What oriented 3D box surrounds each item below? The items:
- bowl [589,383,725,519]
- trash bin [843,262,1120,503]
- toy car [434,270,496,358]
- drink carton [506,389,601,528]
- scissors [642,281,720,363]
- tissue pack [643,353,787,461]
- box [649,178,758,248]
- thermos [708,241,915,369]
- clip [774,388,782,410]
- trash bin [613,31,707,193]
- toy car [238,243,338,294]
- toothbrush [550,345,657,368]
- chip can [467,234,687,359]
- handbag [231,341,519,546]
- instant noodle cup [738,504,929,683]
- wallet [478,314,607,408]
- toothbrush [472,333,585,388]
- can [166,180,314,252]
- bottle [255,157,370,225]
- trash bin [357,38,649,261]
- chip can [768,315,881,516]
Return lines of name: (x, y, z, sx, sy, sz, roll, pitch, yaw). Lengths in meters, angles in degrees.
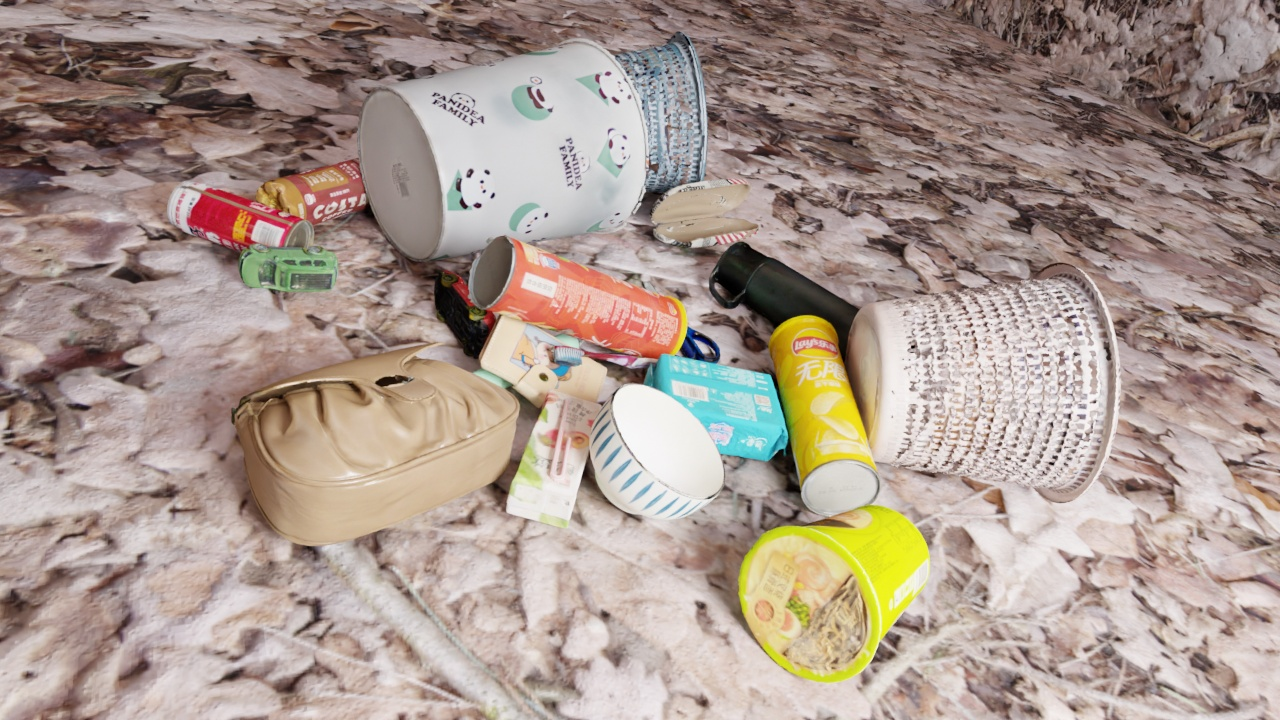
bowl: (0.004, 0.082, 0.744, 0.116, 0.066, 0.116, 31, 30, -21)
trash bin: (0.304, 0.021, 0.869, 0.192, 0.228, 0.227, 0, 34, -1)
toy car: (-0.171, -0.048, 0.894, 0.031, 0.049, 0.106, -13, 42, -37)
drink carton: (-0.069, 0.077, 0.755, 0.053, 0.046, 0.122, 16, 33, -1)
scissors: (0.044, -0.045, 1.017, 0.108, 0.012, 0.174, 12, 32, -3)
tissue pack: (0.071, 0.045, 0.859, 0.133, 0.050, 0.093, 11, 32, -9)
box: (0.085, -0.197, 1.192, 0.162, 0.088, 0.076, -16, 29, -34)
thermos: (0.183, -0.047, 1.040, 0.089, 0.068, 0.242, -40, 56, -22)
clip: (0.121, 0.033, 0.932, 0.056, 0.014, 0.039, 25, 34, 11)
trash bin: (-0.033, -0.316, 1.229, 0.195, 0.227, 0.226, -7, 38, -10)
toy car: (-0.339, -0.087, 0.887, 0.091, 0.043, 0.036, 1, 37, -21)
toothbrush: (-0.005, 0.005, 0.885, 0.187, 0.016, 0.017, 9, 55, -36)
chip can: (-0.053, -0.053, 0.867, 0.216, 0.073, 0.073, 17, 26, -41)
handbag: (-0.195, 0.049, 0.694, 0.148, 0.100, 0.204, 32, 33, 29)
instant noodle cup: (0.152, 0.161, 0.681, 0.112, 0.112, 0.123, 37, 30, 29)
wallet: (-0.089, 0.008, 0.839, 0.115, 0.024, 0.087, 32, 36, -14)
toothbrush: (-0.089, -0.008, 0.890, 0.027, 0.026, 0.223, 26, 33, 29)
can: (-0.403, -0.137, 0.925, 0.133, 0.053, 0.053, 19, 33, 5)
bottle: (-0.340, -0.190, 1.026, 0.057, 0.058, 0.174, 29, 35, 19)
trash bin: (-0.158, -0.228, 1.023, 0.251, 0.230, 0.229, -21, 48, -36)
chip can: (0.169, 0.046, 0.867, 0.072, 0.072, 0.213, 10, 37, -9)
